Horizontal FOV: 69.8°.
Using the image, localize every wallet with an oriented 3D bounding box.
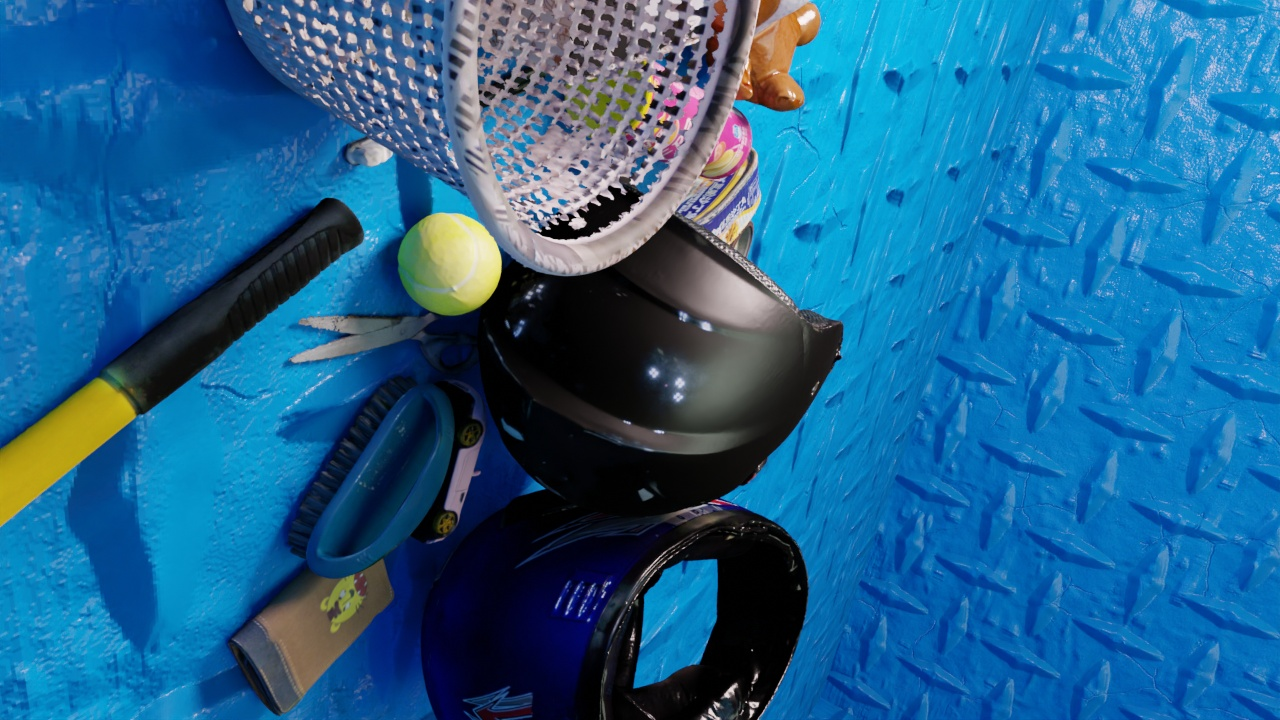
[{"bbox_3d":[-0.223,0.179,0.636,0.115,0.033,0.090,-48,149,-41],"label":"wallet"}]

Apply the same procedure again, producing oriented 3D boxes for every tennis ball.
[{"bbox_3d":[-0.122,-0.062,0.587,0.065,0.065,0.066,-44,146,-40],"label":"tennis ball"}]

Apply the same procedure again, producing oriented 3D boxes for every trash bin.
[{"bbox_3d":[-0.076,-0.176,0.427,0.226,0.192,0.228,-44,146,-39],"label":"trash bin"}]

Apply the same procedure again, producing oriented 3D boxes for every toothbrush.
[{"bbox_3d":[-0.114,-0.158,0.581,0.180,0.018,0.016,-43,143,-43],"label":"toothbrush"}]

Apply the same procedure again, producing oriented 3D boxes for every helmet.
[{"bbox_3d":[-0.035,0.219,0.777,0.314,0.241,0.247,-14,103,-48],"label":"helmet"},{"bbox_3d":[-0.004,0.004,0.673,0.229,0.233,0.275,-43,161,-27],"label":"helmet"}]

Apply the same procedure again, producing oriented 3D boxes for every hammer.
[{"bbox_3d":[-0.250,0.015,0.441,0.299,0.033,0.129,-49,151,-32],"label":"hammer"}]

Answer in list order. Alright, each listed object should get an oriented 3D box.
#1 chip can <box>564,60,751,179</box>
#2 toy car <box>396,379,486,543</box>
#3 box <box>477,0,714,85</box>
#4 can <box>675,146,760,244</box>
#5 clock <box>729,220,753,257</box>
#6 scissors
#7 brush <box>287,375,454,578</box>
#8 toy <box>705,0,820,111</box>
[{"bbox_3d":[0.023,-0.197,0.750,0.210,0.071,0.071,-3,114,-63],"label":"chip can"},{"bbox_3d":[-0.144,0.074,0.670,0.037,0.056,0.122,0,111,-56],"label":"toy car"},{"bbox_3d":[-0.020,-0.322,0.550,0.178,0.105,0.261,-37,147,-46],"label":"box"},{"bbox_3d":[0.061,-0.148,0.866,0.147,0.075,0.049,-50,147,-33],"label":"can"},{"bbox_3d":[0.071,-0.108,0.926,0.121,0.055,0.082,-51,157,-45],"label":"clock"},{"bbox_3d":[-0.156,-0.027,0.616,0.156,0.014,0.168,-56,151,-19],"label":"scissors"},{"bbox_3d":[-0.169,0.080,0.606,0.143,0.073,0.055,-59,149,-15],"label":"brush"},{"bbox_3d":[0.092,-0.296,0.754,0.199,0.131,0.140,45,52,-53],"label":"toy"}]
